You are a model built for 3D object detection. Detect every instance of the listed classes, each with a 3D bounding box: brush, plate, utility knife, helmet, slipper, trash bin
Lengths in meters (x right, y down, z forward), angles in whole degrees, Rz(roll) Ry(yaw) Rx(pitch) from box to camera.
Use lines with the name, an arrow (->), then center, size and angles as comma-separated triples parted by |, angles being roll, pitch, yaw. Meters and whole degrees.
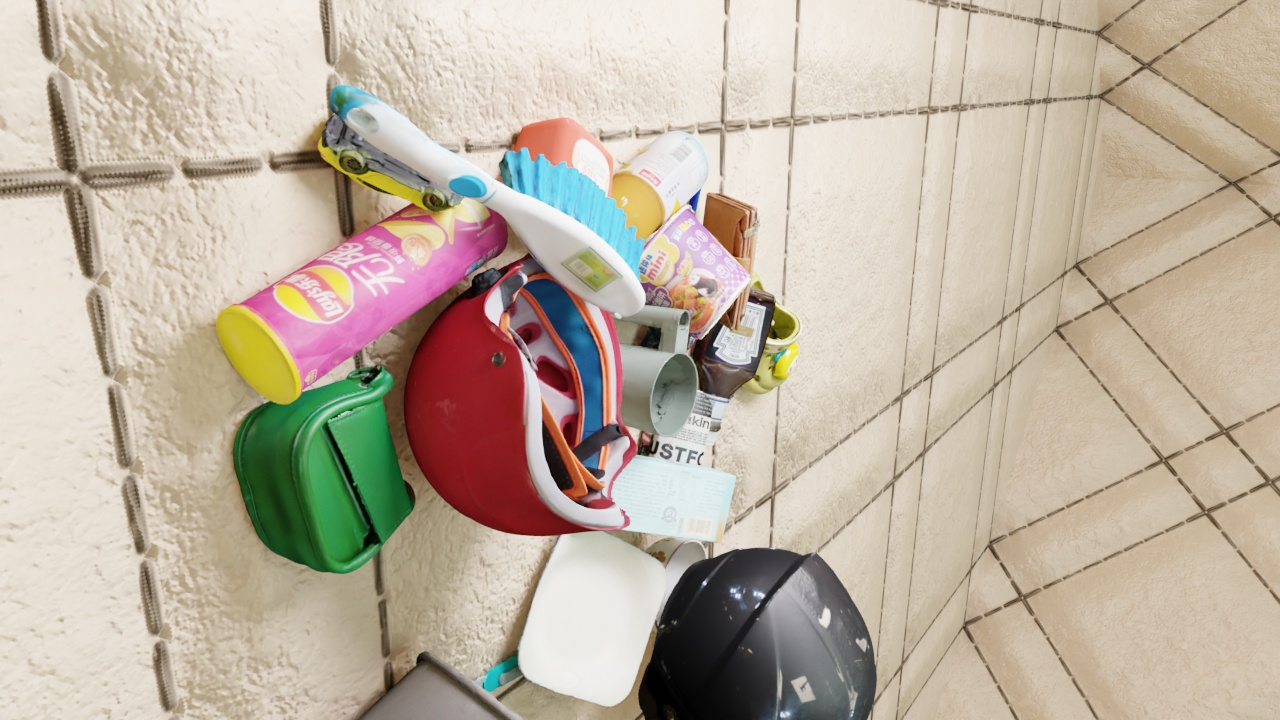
brush -> -0.090, -0.119, 0.656 | 0.314, 0.061, 0.109 | 39, 31, -42
plate -> -0.053, 0.261, 0.946 | 0.163, 0.034, 0.164 | 34, 67, -35
utility knife -> -0.126, 0.305, 0.902 | 0.220, 0.013, 0.029 | -10, 108, -54
helmet -> 0.146, 0.336, 1.008 | 0.232, 0.231, 0.274 | -30, 86, -48
slipper -> 0.158, -0.031, 1.155 | 0.091, 0.082, 0.191 | -52, 136, -30
helmet -> -0.102, 0.029, 0.734 | 0.239, 0.144, 0.207 | -87, 153, -49
trash bin -> -0.181, 0.383, 0.695 | 0.219, 0.199, 0.199 | -32, 124, -36

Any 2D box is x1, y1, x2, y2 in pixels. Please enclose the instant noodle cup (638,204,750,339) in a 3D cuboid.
instant noodle cup -> 0.048, -0.081, 0.916 | 0.111, 0.099, 0.111 | -49, 175, -6

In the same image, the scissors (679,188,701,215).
scissors -> 0.053, -0.128, 1.029 | 0.162, 0.012, 0.176 | -14, 113, -53

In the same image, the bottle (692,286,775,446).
bottle -> 0.099, 0.006, 1.088 | 0.080, 0.044, 0.195 | 14, 100, -15

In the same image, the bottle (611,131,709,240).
bottle -> -0.002, -0.155, 0.887 | 0.189, 0.068, 0.068 | -48, 136, -37

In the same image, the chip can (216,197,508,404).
chip can -> -0.186, -0.056, 0.646 | 0.209, 0.071, 0.071 | -44, 133, -40

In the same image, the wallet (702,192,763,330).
wallet -> 0.096, -0.107, 0.992 | 0.035, 0.119, 0.131 | -1, 110, -18

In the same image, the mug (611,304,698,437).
mug -> -0.005, 0.005, 0.903 | 0.083, 0.103, 0.124 | -3, 101, -55

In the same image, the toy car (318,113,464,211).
toy car -> -0.173, -0.135, 0.643 | 0.105, 0.032, 0.048 | 21, 48, -26

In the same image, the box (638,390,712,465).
box -> 0.023, 0.106, 1.037 | 0.075, 0.081, 0.163 | 12, 93, -27

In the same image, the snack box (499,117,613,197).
snack box -> -0.066, -0.156, 0.786 | 0.091, 0.082, 0.080 | 32, 64, -53

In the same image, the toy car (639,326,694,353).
toy car -> 0.019, 0.002, 0.984 | 0.120, 0.053, 0.045 | -63, 168, -10

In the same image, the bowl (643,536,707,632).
bowl -> 0.023, 0.254, 1.062 | 0.113, 0.062, 0.113 | -26, 122, -51

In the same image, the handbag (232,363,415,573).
handbag -> -0.217, 0.078, 0.657 | 0.119, 0.068, 0.131 | -40, 131, -53

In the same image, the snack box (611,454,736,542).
snack box -> 0.013, 0.140, 0.959 | 0.174, 0.052, 0.074 | 13, 88, -30
